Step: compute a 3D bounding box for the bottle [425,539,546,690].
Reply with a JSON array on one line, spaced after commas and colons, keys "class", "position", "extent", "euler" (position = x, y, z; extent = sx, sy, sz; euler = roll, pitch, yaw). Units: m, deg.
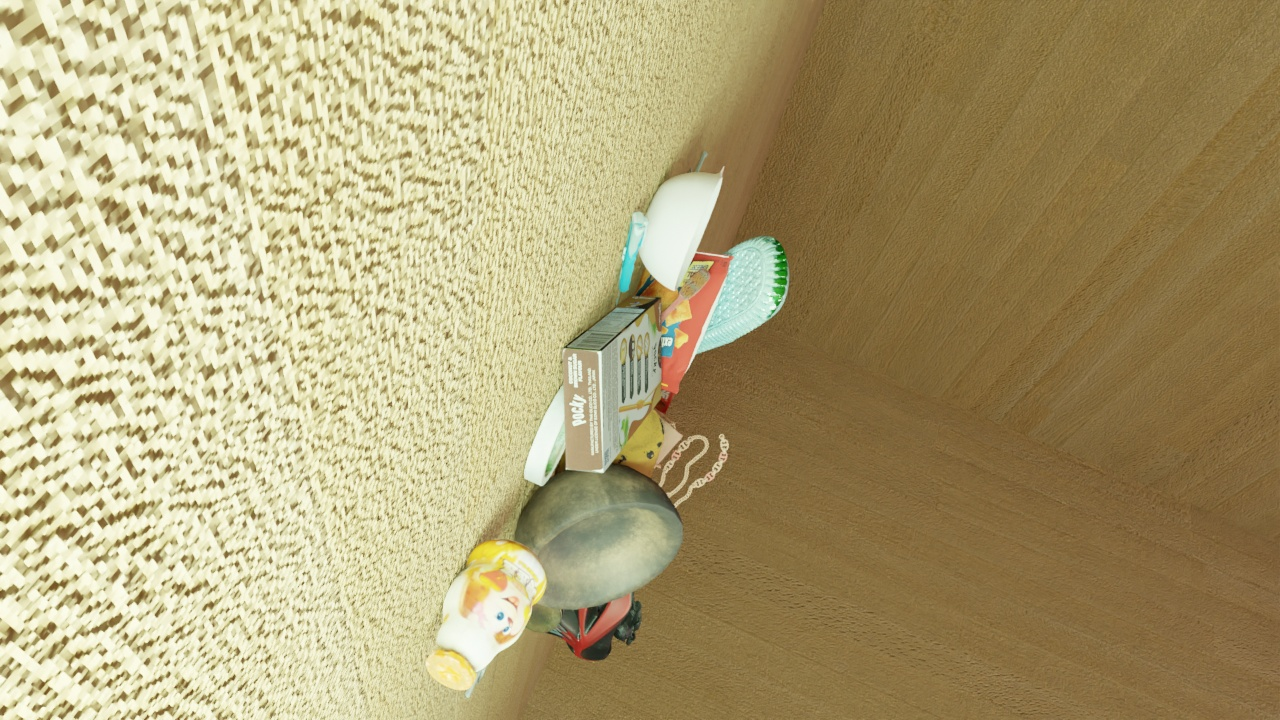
[{"class": "bottle", "position": [-0.112, 0.181, 0.657], "extent": [0.108, 0.063, 0.063], "euler": [-60, 172, -50]}]

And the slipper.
[{"class": "slipper", "position": [0.081, -0.061, 0.966], "extent": [0.277, 0.069, 0.116], "euler": [-16, -114, 60]}]

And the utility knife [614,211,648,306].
[{"class": "utility knife", "position": [-0.011, -0.081, 0.820], "extent": [0.149, 0.015, 0.022], "euler": [108, -16, -59]}]

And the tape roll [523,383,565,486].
[{"class": "tape roll", "position": [-0.074, 0.062, 0.794], "extent": [0.094, 0.018, 0.094], "euler": [27, 87, -86]}]

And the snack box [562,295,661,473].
[{"class": "snack box", "position": [-0.020, 0.014, 0.797], "extent": [0.185, 0.032, 0.101], "euler": [-47, 139, -67]}]

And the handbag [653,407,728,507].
[{"class": "handbag", "position": [0.032, 0.163, 1.245], "extent": [0.198, 0.187, 0.116], "euler": [-49, -164, -1]}]

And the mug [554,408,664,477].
[{"class": "mug", "position": [-0.024, 0.090, 0.953], "extent": [0.123, 0.100, 0.094], "euler": [-34, 152, -42]}]

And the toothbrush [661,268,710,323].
[{"class": "toothbrush", "position": [0.001, -0.021, 0.898], "extent": [0.185, 0.015, 0.015], "euler": [-45, -178, 16]}]

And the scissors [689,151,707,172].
[{"class": "scissors", "position": [0.047, -0.170, 1.111], "extent": [0.175, 0.013, 0.170], "euler": [30, 80, -84]}]

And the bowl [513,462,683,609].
[{"class": "bowl", "position": [-0.045, 0.161, 0.876], "extent": [0.070, 0.162, 0.163], "euler": [-116, -145, -42]}]

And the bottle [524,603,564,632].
[{"class": "bottle", "position": [-0.115, 0.285, 1.147], "extent": [0.105, 0.056, 0.056], "euler": [-69, 180, -66]}]

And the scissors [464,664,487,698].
[{"class": "scissors", "position": [-0.170, 0.339, 1.093], "extent": [0.160, 0.014, 0.120], "euler": [84, 29, -75]}]

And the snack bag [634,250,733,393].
[{"class": "snack bag", "position": [0.026, -0.046, 0.933], "extent": [0.131, 0.039, 0.144], "euler": [18, -96, 51]}]

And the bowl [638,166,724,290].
[{"class": "bowl", "position": [0.032, -0.128, 0.863], "extent": [0.114, 0.050, 0.114], "euler": [26, 87, -86]}]

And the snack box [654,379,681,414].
[{"class": "snack box", "position": [0.043, -0.019, 1.246], "extent": [0.237, 0.060, 0.113], "euler": [106, 7, -70]}]

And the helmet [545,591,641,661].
[{"class": "helmet", "position": [-0.056, 0.332, 1.440], "extent": [0.218, 0.167, 0.271], "euler": [108, 7, -46]}]
